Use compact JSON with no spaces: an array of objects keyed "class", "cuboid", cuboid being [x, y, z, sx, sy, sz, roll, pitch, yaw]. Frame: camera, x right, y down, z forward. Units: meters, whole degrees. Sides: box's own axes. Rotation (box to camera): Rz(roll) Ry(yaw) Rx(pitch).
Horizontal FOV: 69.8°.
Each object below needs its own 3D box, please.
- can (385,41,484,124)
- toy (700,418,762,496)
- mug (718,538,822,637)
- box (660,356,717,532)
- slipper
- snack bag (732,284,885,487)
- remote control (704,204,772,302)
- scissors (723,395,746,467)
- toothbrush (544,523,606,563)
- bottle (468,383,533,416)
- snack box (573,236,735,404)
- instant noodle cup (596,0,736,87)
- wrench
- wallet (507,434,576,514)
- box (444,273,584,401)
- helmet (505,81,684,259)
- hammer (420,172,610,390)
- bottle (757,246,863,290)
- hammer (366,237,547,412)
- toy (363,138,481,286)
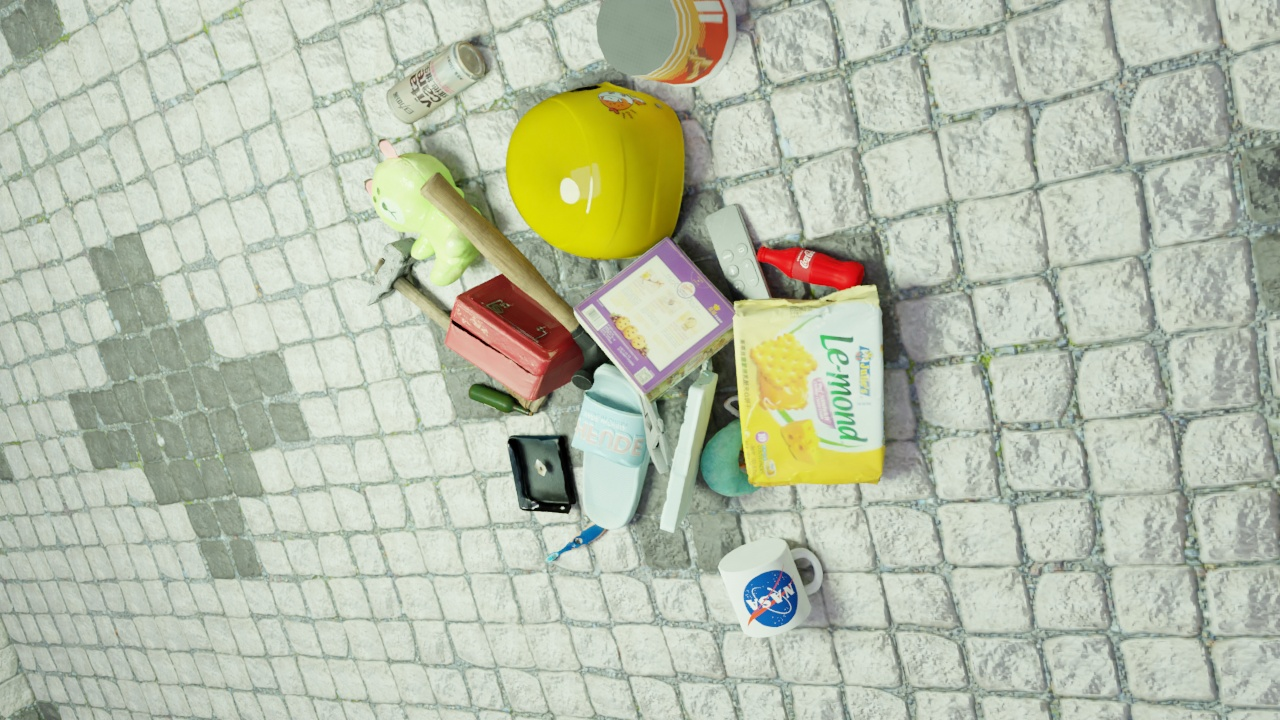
[{"class":"can","cuboid":[-0.264,-0.357,1.183,0.136,0.054,0.054,-20,97,32]},{"class":"toy","cuboid":[0.113,0.122,1.122,0.033,0.085,0.105,-140,38,-60]},{"class":"mug","cuboid":[0.170,0.279,1.154,0.121,0.091,0.090,-22,97,-3]},{"class":"box","cuboid":[0.063,0.097,1.117,0.041,0.134,0.197,16,114,10]},{"class":"slipper","cuboid":[-0.040,0.122,1.215,0.104,0.074,0.246,16,115,23]},{"class":"snack bag","cuboid":[0.192,0.035,1.037,0.160,0.068,0.247,-3,112,9]},{"class":"remote control","cuboid":[0.118,-0.108,1.073,0.045,0.008,0.146,-22,86,33]},{"class":"scissors","cuboid":[0.148,0.089,1.137,0.126,0.011,0.128,-27,95,33]},{"class":"toothbrush","cuboid":[-0.094,0.264,1.328,0.135,0.017,0.021,-37,90,33]},{"class":"bottle","cuboid":[-0.198,0.059,1.308,0.106,0.025,0.025,19,115,22]},{"class":"snack box","cuboid":[0.021,-0.049,1.076,0.148,0.040,0.143,-38,68,-5]},{"class":"instant noodle cup","cuboid":[0.023,-0.356,0.986,0.123,0.120,0.123,10,111,26]},{"class":"wrench","cuboid":[-0.007,0.007,1.136,0.084,0.018,0.273,142,111,-75]},{"class":"wallet","cuboid":[-0.140,0.160,1.310,0.089,0.026,0.115,0,107,28]},{"class":"box","cuboid":[-0.158,-0.030,1.196,0.157,0.129,0.093,35,121,15]},{"class":"helmet","cuboid":[-0.075,-0.217,1.077,0.240,0.139,0.209,17,114,23]},{"class":"hammer","cuboid":[-0.140,-0.109,1.106,0.040,0.132,0.305,-21,124,44]},{"class":"bottle","cuboid":[0.189,-0.106,1.032,0.119,0.036,0.036,19,115,23]},{"class":"hammer","cuboid":[-0.258,-0.039,1.300,0.319,0.048,0.122,40,124,9]},{"class":"toy","cuboid":[-0.282,-0.202,1.226,0.197,0.107,0.151,58,146,11]}]
